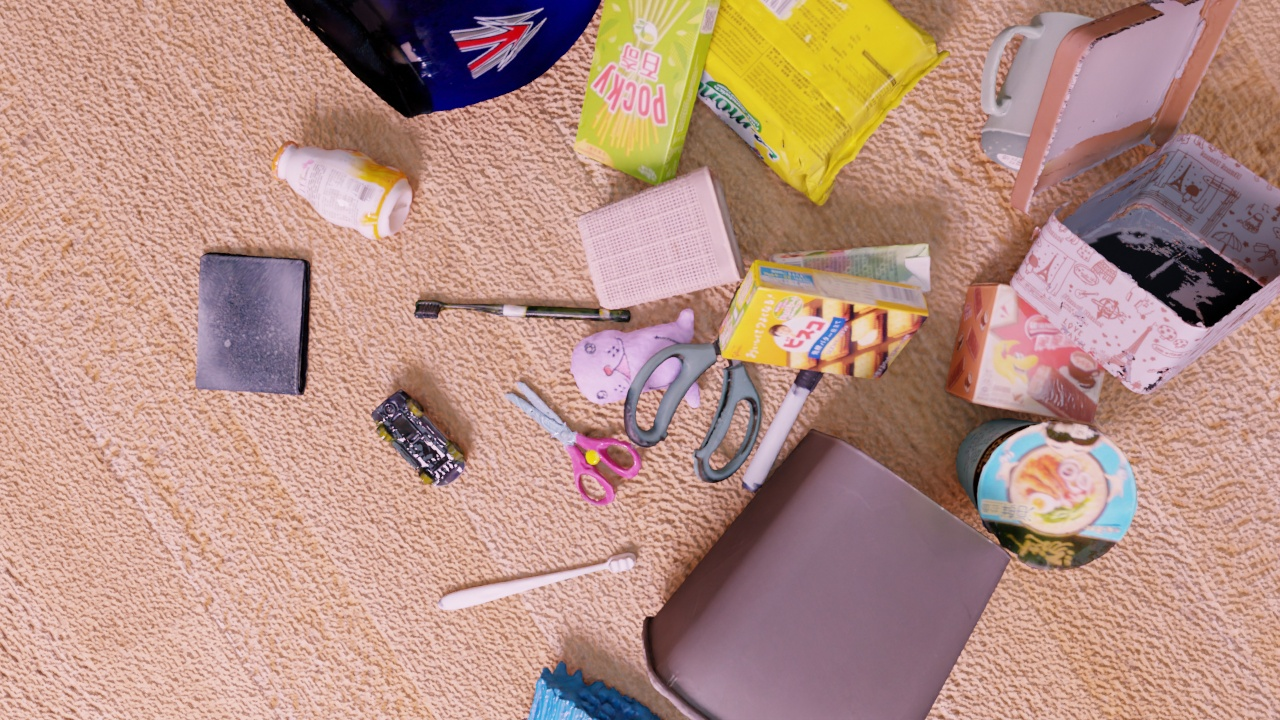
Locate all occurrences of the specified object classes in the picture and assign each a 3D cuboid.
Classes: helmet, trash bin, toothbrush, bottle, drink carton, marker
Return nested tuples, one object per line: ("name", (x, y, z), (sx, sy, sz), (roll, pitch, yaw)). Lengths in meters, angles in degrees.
("helmet", (-0.157, -0.335, 0.656), (0.240, 0.247, 0.315), (-43, 68, -9))
("trash bin", (0.142, 0.187, 0.702), (0.198, 0.199, 0.219), (36, 89, -1))
("toothbrush", (-0.101, -0.040, 0.780), (0.186, 0.017, 0.012), (3, 133, 3))
("bottle", (-0.247, -0.145, 0.757), (0.108, 0.063, 0.063), (23, 96, 1))
("drink carton", (0.168, -0.068, 0.741), (0.122, 0.053, 0.045), (-4, 96, 4))
("toothbrush", (-0.091, 0.194, 0.798), (0.180, 0.016, 0.016), (-14, 91, 5))
("marker", (0.122, 0.052, 0.772), (0.022, 0.018, 0.131), (25, 96, -8))

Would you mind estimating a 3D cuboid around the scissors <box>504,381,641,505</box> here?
("scissors", (-0.067, 0.072, 0.790), (0.137, 0.017, 0.072), (34, 106, 5))

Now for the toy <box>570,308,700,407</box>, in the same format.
("toy", (-0.005, 0.004, 0.765), (0.108, 0.039, 0.084), (-8, 99, 0))

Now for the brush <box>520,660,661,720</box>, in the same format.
("brush", (0.026, 0.384, 0.791), (0.314, 0.060, 0.109), (31, 101, -2))

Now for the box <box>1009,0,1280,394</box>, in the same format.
("box", (0.375, -0.115, 0.624), (0.180, 0.218, 0.158), (-25, 49, -24))

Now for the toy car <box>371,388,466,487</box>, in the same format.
("toy car", (-0.187, 0.067, 0.785), (0.042, 0.035, 0.090), (-40, 97, 7))

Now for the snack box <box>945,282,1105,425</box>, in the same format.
("snack box", (0.306, -0.007, 0.725), (0.093, 0.077, 0.094), (11, 95, 3))

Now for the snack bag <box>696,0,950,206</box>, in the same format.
("snack bag", (0.107, -0.263, 0.723), (0.246, 0.068, 0.158), (44, 96, 1))

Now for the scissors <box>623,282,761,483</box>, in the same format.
("scissors", (0.048, 0.009, 0.748), (0.161, 0.019, 0.179), (12, 92, -25))

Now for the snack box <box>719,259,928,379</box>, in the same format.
("snack box", (0.140, -0.030, 0.716), (0.140, 0.087, 0.033), (10, 52, -11))

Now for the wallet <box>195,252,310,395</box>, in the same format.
("wallet", (-0.337, -0.032, 0.796), (0.097, 0.019, 0.121), (4, 93, 4))

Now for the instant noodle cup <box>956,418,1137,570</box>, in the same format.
("instant noodle cup", (0.301, 0.091, 0.712), (0.111, 0.120, 0.111), (0, 96, 4))

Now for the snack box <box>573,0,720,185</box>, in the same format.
("snack box", (0.004, -0.222, 0.711), (0.086, 0.026, 0.157), (28, 123, 20))

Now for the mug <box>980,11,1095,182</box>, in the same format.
("mug", (0.306, -0.203, 0.699), (0.111, 0.082, 0.106), (19, 100, -21))

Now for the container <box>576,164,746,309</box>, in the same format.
("container", (0.017, -0.092, 0.730), (0.111, 0.089, 0.090), (-16, 93, 11))
